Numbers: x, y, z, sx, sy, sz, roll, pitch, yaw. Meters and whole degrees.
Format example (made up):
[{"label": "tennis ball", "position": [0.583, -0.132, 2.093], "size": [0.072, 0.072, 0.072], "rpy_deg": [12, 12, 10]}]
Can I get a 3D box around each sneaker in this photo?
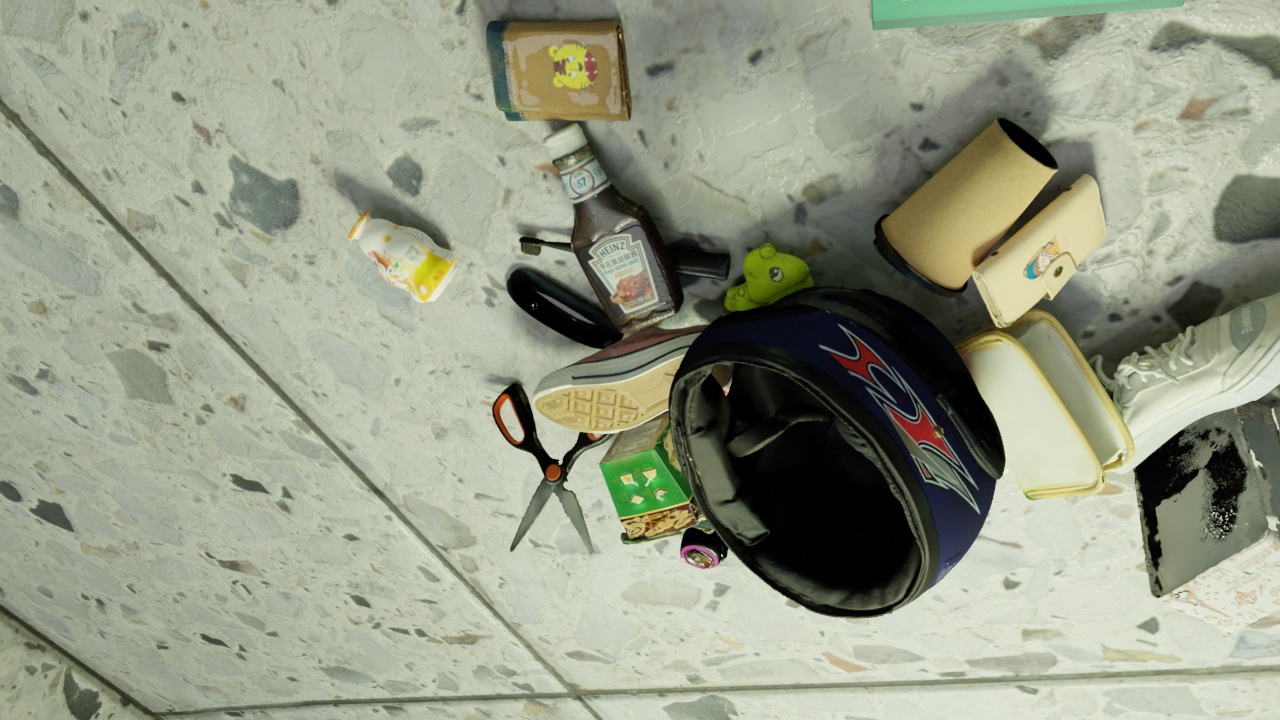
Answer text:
[{"label": "sneaker", "position": [-0.006, 0.006, 0.947], "size": [0.242, 0.087, 0.118], "rpy_deg": [-19, 130, 32]}, {"label": "sneaker", "position": [0.452, 0.009, 0.790], "size": [0.091, 0.089, 0.243], "rpy_deg": [29, 141, -1]}]

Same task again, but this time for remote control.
[{"label": "remote control", "position": [-0.082, -0.049, 0.968], "size": [0.136, 0.024, 0.053], "rpy_deg": [29, 135, -8]}]

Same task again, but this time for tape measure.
[{"label": "tape measure", "position": [0.079, 0.240, 1.168], "size": [0.058, 0.039, 0.057], "rpy_deg": [38, 133, -16]}]

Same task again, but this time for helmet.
[{"label": "helmet", "position": [0.175, 0.052, 0.809], "size": [0.248, 0.239, 0.315], "rpy_deg": [-13, 119, 38]}]

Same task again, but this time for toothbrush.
[{"label": "toothbrush", "position": [-0.019, -0.102, 0.894], "size": [0.213, 0.026, 0.027], "rpy_deg": [8, 126, 14]}]

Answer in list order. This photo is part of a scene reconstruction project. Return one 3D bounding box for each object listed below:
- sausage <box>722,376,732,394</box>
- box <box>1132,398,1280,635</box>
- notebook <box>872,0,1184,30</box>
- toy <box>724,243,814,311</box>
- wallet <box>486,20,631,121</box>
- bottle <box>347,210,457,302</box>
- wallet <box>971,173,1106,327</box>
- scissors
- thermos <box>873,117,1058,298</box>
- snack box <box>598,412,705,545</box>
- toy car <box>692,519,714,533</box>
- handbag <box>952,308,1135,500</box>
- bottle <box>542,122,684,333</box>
[{"label": "sausage", "position": [0.100, 0.030, 0.979], "size": [0.156, 0.020, 0.020], "rpy_deg": [37, 133, -15]}, {"label": "box", "position": [0.556, 0.097, 0.765], "size": [0.110, 0.178, 0.260], "rpy_deg": [25, 137, -5]}, {"label": "notebook", "position": [0.261, -0.302, 0.615], "size": [0.209, 0.012, 0.150], "rpy_deg": [2, 133, 18]}, {"label": "toy", "position": [0.125, -0.066, 0.872], "size": [0.100, 0.031, 0.096], "rpy_deg": [-24, 124, 40]}, {"label": "wallet", "position": [-0.068, -0.243, 0.778], "size": [0.115, 0.033, 0.090], "rpy_deg": [4, 132, 12]}, {"label": "bottle", "position": [-0.245, -0.109, 0.946], "size": [0.108, 0.063, 0.063], "rpy_deg": [35, 134, -13]}, {"label": "wallet", "position": [0.326, -0.083, 0.740], "size": [0.115, 0.024, 0.087], "rpy_deg": [-42, 135, 1]}, {"label": "scissors", "position": [-0.091, 0.106, 1.030], "size": [0.221, 0.234, 0.021], "rpy_deg": [-44, 152, 6]}, {"label": "thermos", "position": [0.258, -0.120, 0.738], "size": [0.093, 0.092, 0.144], "rpy_deg": [31, 126, -9]}, {"label": "snack box", "position": [0.019, 0.126, 1.045], "size": [0.118, 0.118, 0.105], "rpy_deg": [-20, 110, 33]}, {"label": "toy car", "position": [0.105, 0.192, 1.110], "size": [0.121, 0.036, 0.054], "rpy_deg": [-2, 156, 35]}, {"label": "handbag", "position": [0.343, 0.047, 0.847], "size": [0.163, 0.063, 0.179], "rpy_deg": [59, 157, 4]}, {"label": "bottle", "position": [-0.029, -0.122, 0.844], "size": [0.080, 0.043, 0.195], "rpy_deg": [-19, 111, 23]}]
